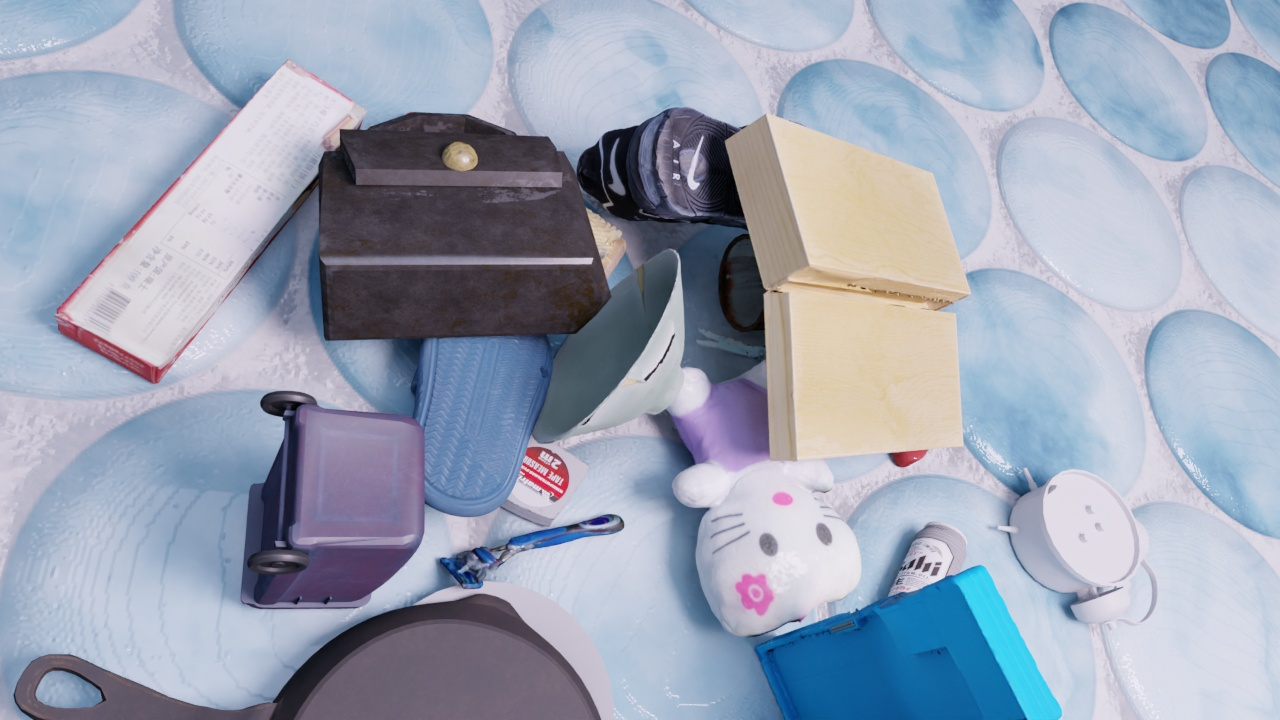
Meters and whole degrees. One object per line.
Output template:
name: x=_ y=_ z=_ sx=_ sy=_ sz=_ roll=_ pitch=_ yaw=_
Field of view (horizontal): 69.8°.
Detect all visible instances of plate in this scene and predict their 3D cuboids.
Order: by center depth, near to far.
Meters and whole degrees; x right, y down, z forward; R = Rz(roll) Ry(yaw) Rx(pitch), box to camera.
plate: x=-0.103 y=0.234 z=0.604 sx=0.172 sy=0.019 sz=0.172 roll=9 pitch=62 yaw=-18

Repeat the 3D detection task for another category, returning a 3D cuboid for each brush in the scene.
brush: x=-0.068 y=-0.116 z=0.782 sx=0.117 sy=0.039 sz=0.049 roll=33 pitch=58 yaw=0

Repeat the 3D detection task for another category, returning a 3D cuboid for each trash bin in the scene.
trash bin: x=-0.191 y=0.094 z=0.551 sx=0.092 sy=0.161 sz=0.093 roll=7 pitch=62 yaw=-27

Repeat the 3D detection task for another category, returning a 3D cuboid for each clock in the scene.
clock: x=0.406 y=0.169 z=0.826 sx=0.159 sy=0.061 sz=0.119 roll=40 pitch=57 yaw=1

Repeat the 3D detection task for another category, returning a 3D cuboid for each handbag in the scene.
handbag: x=-0.137 y=-0.121 z=0.684 sx=0.197 sy=0.103 sz=0.199 roll=-3 pitch=50 yaw=-18

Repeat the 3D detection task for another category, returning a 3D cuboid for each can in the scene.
can: x=0.233 y=0.185 z=0.756 sx=0.044 sy=0.044 sz=0.106 roll=39 pitch=57 yaw=-1

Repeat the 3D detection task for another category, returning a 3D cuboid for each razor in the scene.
razor: x=-0.072 y=0.131 z=0.663 sx=0.140 sy=0.044 sz=0.018 roll=-11 pitch=111 yaw=-33

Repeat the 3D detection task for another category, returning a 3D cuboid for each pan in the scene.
pan: x=-0.176 y=0.234 z=0.534 sx=0.356 sy=0.043 sz=0.248 roll=21 pitch=59 yaw=-12

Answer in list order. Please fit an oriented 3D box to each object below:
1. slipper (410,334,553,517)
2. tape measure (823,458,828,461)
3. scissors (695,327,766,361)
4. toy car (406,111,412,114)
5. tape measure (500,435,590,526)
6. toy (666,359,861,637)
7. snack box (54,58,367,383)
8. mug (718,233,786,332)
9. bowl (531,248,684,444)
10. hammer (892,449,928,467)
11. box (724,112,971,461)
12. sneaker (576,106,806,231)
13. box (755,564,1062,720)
slipper: x=-0.120 y=0.026 z=0.678 sx=0.103 sy=0.059 sz=0.213 roll=17 pitch=46 yaw=-17
tape measure: x=0.134 y=0.066 z=0.789 sx=0.064 sy=0.017 sz=0.064 roll=-32 pitch=80 yaw=-32
scissors: x=0.108 y=-0.010 z=0.822 sx=0.134 sy=0.016 sz=0.073 roll=18 pitch=64 yaw=-8
toy car: x=-0.183 y=-0.172 z=0.770 sx=0.038 sy=0.025 sz=0.089 roll=10 pitch=62 yaw=-18
tape measure: x=-0.078 y=0.088 z=0.687 sx=0.060 sy=0.020 sz=0.062 roll=32 pitch=56 yaw=1
toy: x=0.085 y=0.104 z=0.711 sx=0.137 sy=0.086 sz=0.209 roll=-5 pitch=66 yaw=-22
snack box: x=-0.306 y=-0.111 z=0.678 sx=0.076 sy=0.044 sz=0.272 roll=32 pitch=58 yaw=-12
mug: x=0.130 y=-0.075 z=0.802 sx=0.081 sy=0.111 sz=0.084 roll=-2 pitch=60 yaw=-25
bowl: x=-0.004 y=0.004 z=0.681 sx=0.068 sy=0.175 sz=0.173 roll=38 pitch=56 yaw=-18
hammer: x=0.205 y=-0.051 z=0.871 sx=0.126 sy=0.036 sz=0.315 roll=-5 pitch=68 yaw=-22
box: x=0.181 y=-0.049 z=0.742 sx=0.246 sy=0.076 sz=0.257 roll=2 pitch=83 yaw=-43
sneaker: x=0.043 y=-0.162 z=0.811 sx=0.251 sy=0.151 sz=0.097 roll=-10 pitch=103 yaw=-49
box: x=0.154 y=0.236 z=0.577 sx=0.075 sy=0.244 sz=0.166 roll=16 pitch=60 yaw=-15
